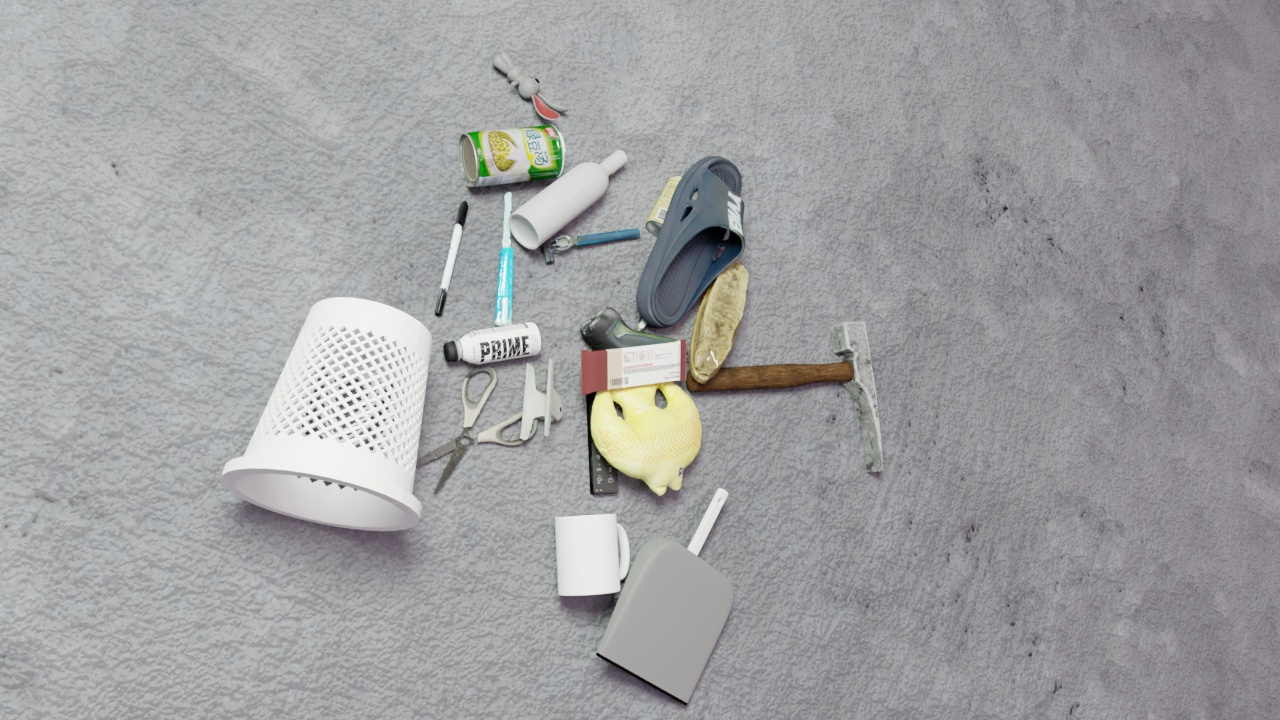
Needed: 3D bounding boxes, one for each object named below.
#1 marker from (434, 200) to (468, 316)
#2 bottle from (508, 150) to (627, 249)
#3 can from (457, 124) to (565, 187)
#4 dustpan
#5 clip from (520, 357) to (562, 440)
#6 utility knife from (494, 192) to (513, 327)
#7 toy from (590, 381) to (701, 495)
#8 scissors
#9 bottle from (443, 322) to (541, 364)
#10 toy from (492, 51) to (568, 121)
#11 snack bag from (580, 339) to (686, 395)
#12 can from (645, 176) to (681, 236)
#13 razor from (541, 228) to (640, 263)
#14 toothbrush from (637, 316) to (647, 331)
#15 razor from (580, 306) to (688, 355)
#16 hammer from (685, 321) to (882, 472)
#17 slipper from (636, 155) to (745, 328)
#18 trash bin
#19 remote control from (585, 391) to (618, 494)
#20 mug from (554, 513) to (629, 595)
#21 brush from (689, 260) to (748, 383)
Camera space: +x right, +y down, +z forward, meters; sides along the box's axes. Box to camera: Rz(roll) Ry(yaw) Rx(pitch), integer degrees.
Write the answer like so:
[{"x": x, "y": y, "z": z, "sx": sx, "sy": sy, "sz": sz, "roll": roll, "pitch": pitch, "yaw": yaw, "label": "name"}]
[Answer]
[{"x": -0.231, "y": -0.126, "z": 1.121, "sx": 0.011, "sy": 0.011, "sz": 0.152, "roll": 16, "pitch": 74, "yaw": -22, "label": "marker"}, {"x": -0.085, "y": -0.216, "z": 1.183, "sx": 0.052, "sy": 0.053, "sz": 0.194, "roll": 51, "pitch": 58, "yaw": -8, "label": "bottle"}, {"x": -0.160, "y": -0.257, "z": 1.149, "sx": 0.120, "sy": 0.067, "sz": 0.067, "roll": -13, "pitch": 85, "yaw": -27, "label": "can"}, {"x": 0.055, "y": 0.277, "z": 1.146, "sx": 0.163, "sy": 0.033, "sz": 0.257, "roll": 40, "pitch": 70, "yaw": -32, "label": "dustpan"}, {"x": -0.119, "y": 0.051, "z": 1.124, "sx": 0.058, "sy": 0.052, "sz": 0.102, "roll": 6, "pitch": 65, "yaw": -7, "label": "clip"}, {"x": -0.166, "y": -0.127, "z": 1.149, "sx": 0.022, "sy": 0.015, "sz": 0.178, "roll": 8, "pitch": 78, "yaw": -25, "label": "utility knife"}, {"x": 0.015, "y": 0.093, "z": 1.162, "sx": 0.170, "sy": 0.065, "sz": 0.154, "roll": -10, "pitch": 73, "yaw": -40, "label": "toy"}, {"x": -0.197, "y": 0.080, "z": 1.095, "sx": 0.157, "sy": 0.013, "sz": 0.165, "roll": 2, "pitch": 79, "yaw": -25, "label": "scissors"}, {"x": -0.179, "y": -0.019, "z": 1.107, "sx": 0.115, "sy": 0.041, "sz": 0.041, "roll": -10, "pitch": 84, "yaw": -27, "label": "bottle"}, {"x": -0.146, "y": -0.356, "z": 1.197, "sx": 0.111, "sy": 0.030, "sz": 0.049, "roll": 44, "pitch": 36, "yaw": -9, "label": "toy"}, {"x": -0.007, "y": 0.007, "z": 1.154, "sx": 0.157, "sy": 0.013, "sz": 0.057, "roll": -8, "pitch": 104, "yaw": -33, "label": "snack bag"}, {"x": 0.040, "y": -0.210, "z": 1.252, "sx": 0.038, "sy": 0.038, "sz": 0.079, "roll": 33, "pitch": 67, "yaw": -16, "label": "can"}, {"x": -0.062, "y": -0.159, "z": 1.203, "sx": 0.143, "sy": 0.022, "sz": 0.042, "roll": -13, "pitch": 87, "yaw": -28, "label": "razor"}, {"x": 0.033, "y": -0.119, "z": 1.244, "sx": 0.017, "sy": 0.016, "sz": 0.188, "roll": 27, "pitch": 69, "yaw": -6, "label": "toothbrush"}, {"x": -0.004, "y": -0.030, "z": 1.187, "sx": 0.151, "sy": 0.054, "sz": 0.067, "roll": 8, "pitch": 85, "yaw": -29, "label": "razor"}, {"x": 0.205, "y": 0.059, "z": 1.279, "sx": 0.300, "sy": 0.037, "sz": 0.217, "roll": -3, "pitch": 81, "yaw": -25, "label": "hammer"}, {"x": 0.083, "y": -0.161, "z": 1.218, "sx": 0.110, "sy": 0.083, "sz": 0.267, "roll": 45, "pitch": 64, "yaw": -43, "label": "slipper"}, {"x": -0.307, "y": 0.053, "z": 0.962, "sx": 0.195, "sy": 0.196, "sz": 0.199, "roll": 19, "pitch": 63, "yaw": -21, "label": "trash bin"}, {"x": -0.049, "y": 0.094, "z": 1.162, "sx": 0.034, "sy": 0.013, "sz": 0.150, "roll": 2, "pitch": 79, "yaw": -25, "label": "remote control"}, {"x": -0.052, "y": 0.233, "z": 1.108, "sx": 0.110, "sy": 0.074, "sz": 0.090, "roll": 9, "pitch": 74, "yaw": -51, "label": "mug"}, {"x": 0.106, "y": -0.056, "z": 1.236, "sx": 0.059, "sy": 0.043, "sz": 0.194, "roll": 21, "pitch": 60, "yaw": -2, "label": "brush"}]
